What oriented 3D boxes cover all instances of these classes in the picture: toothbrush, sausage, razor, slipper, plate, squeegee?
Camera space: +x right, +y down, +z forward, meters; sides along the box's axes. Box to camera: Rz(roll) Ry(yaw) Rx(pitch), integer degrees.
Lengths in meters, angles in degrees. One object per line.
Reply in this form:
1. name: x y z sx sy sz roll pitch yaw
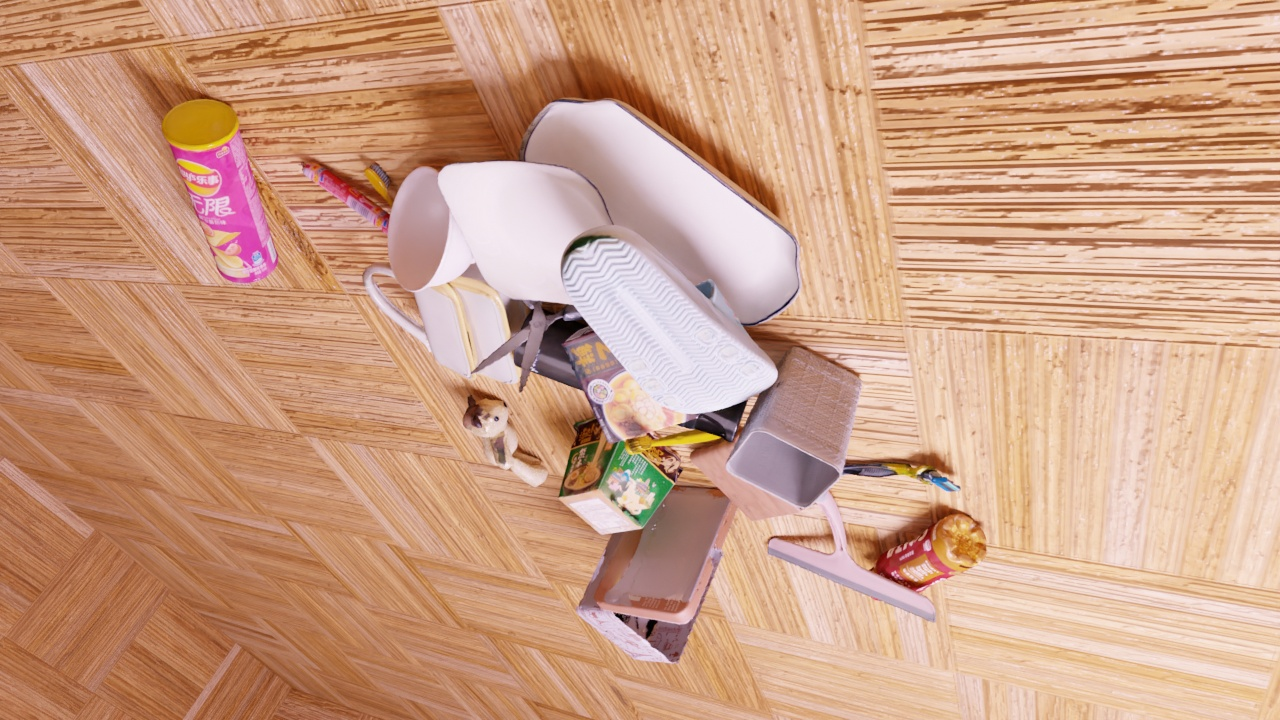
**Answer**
1. toothbrush: 0.041 0.079 0.938 0.017 0.189 0.015 -21 80 30
2. sausage: -0.285 -0.160 0.935 0.156 0.020 0.020 36 145 4
3. razor: 0.255 0.116 0.949 0.143 0.022 0.042 0 159 40
4. toothbrush: -0.227 -0.128 0.959 0.016 0.018 0.191 1 140 35
5. slipper: 0.023 -0.035 0.786 0.104 0.074 0.245 -29 131 23
6. plate: 0.021 -0.127 0.781 0.265 0.034 0.162 34 145 -10
7. squeegee: 0.199 0.158 1.022 0.248 0.040 0.250 14 140 51
8. plate: -0.084 -0.115 0.803 0.164 0.034 0.164 9 142 25

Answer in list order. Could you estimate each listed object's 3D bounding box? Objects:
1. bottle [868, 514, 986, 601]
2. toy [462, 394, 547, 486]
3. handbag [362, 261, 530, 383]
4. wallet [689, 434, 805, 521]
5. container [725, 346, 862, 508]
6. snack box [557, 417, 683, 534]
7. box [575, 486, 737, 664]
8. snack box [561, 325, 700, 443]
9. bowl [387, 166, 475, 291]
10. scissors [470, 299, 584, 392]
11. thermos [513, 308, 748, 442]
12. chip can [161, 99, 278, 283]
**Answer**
1. bottle: 0.309 0.226 1.022 0.057 0.057 0.175 29 145 -3
2. toy: -0.173 0.108 1.189 0.157 0.066 0.105 55 178 -39
3. handbag: -0.211 -0.049 0.988 0.179 0.063 0.164 10 141 11
4. wallet: 0.120 0.136 1.037 0.115 0.020 0.101 47 150 -7
5. container: 0.149 0.060 0.866 0.090 0.114 0.090 27 145 0
6. snack box: -0.032 0.141 1.093 0.118 0.105 0.118 45 142 -22
7. box: 0.045 0.260 1.134 0.193 0.182 0.156 -15 128 48
8. snack box: 0.006 0.007 0.886 0.126 0.053 0.113 -19 104 26
9. bowl: -0.187 -0.122 0.884 0.064 0.118 0.119 3 164 -42
10. scissors: -0.094 -0.038 0.869 0.159 0.175 0.014 57 152 38
11. thermos: -0.006 0.006 0.949 0.242 0.068 0.090 19 121 8
12. chip can: -0.448 -0.175 0.991 0.071 0.071 0.211 22 145 7
